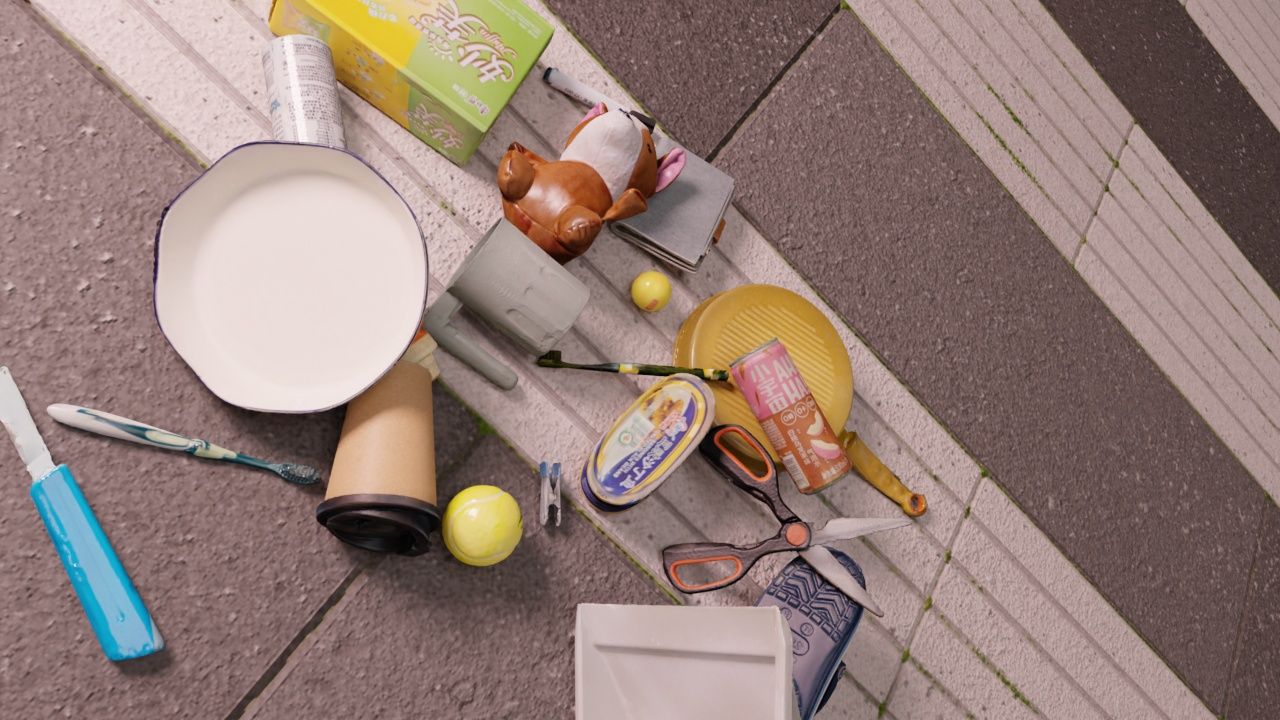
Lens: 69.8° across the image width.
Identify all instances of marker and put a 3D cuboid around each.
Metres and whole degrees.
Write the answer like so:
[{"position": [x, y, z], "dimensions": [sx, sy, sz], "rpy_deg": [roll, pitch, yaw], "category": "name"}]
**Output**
[{"position": [-0.041, -0.271, 0.960], "dimensions": [0.130, 0.023, 0.018], "rpy_deg": [23, 53, -24], "category": "marker"}]

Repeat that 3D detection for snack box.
[{"position": [-0.204, -0.307, 0.845], "dimensions": [0.210, 0.070, 0.157], "rpy_deg": [35, 59, -17], "category": "snack box"}]

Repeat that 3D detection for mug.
[{"position": [-0.120, -0.048, 0.814], "dimensions": [0.103, 0.084, 0.124], "rpy_deg": [38, 86, -17], "category": "mug"}]

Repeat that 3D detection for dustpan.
[{"position": [0.023, 0.334, 0.686], "dimensions": [0.142, 0.223, 0.258], "rpy_deg": [-27, 100, -46], "category": "dustpan"}]

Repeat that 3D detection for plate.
[{"position": [-0.258, -0.062, 0.693], "dimensions": [0.205, 0.045, 0.205], "rpy_deg": [0, 90, 2], "category": "plate"}]

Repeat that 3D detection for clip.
[{"position": [-0.079, 0.117, 0.809], "dimensions": [0.036, 0.026, 0.058], "rpy_deg": [5, 77, -22], "category": "clip"}]

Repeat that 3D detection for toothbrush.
[{"position": [-0.332, 0.063, 0.679], "dimensions": [0.191, 0.018, 0.016], "rpy_deg": [20, 65, -24], "category": "toothbrush"}, {"position": [-0.005, 0.005, 0.868], "dimensions": [0.185, 0.012, 0.017], "rpy_deg": [5, 63, -13], "category": "toothbrush"}]

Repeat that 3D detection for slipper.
[{"position": [0.122, 0.287, 0.837], "dimensions": [0.252, 0.105, 0.095], "rpy_deg": [-57, 150, -16], "category": "slipper"}]

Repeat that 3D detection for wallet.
[{"position": [0.040, -0.160, 0.964], "dimensions": [0.106, 0.037, 0.129], "rpy_deg": [30, 60, -7], "category": "wallet"}]

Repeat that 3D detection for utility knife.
[{"position": [-0.392, 0.105, 0.628], "dimensions": [0.034, 0.018, 0.223], "rpy_deg": [-27, 90, -33], "category": "utility knife"}]

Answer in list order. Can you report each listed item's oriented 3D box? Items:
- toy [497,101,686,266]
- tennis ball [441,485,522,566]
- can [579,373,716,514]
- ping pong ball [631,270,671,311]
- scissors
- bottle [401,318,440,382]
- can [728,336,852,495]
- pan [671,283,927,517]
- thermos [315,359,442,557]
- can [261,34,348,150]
[{"position": [-0.048, -0.181, 0.874], "dimensions": [0.140, 0.131, 0.199], "rpy_deg": [41, 48, 7], "category": "toy"}, {"position": [-0.129, 0.134, 0.748], "dimensions": [0.065, 0.066, 0.065], "rpy_deg": [10, 69, -28], "category": "tennis ball"}, {"position": [0.007, 0.075, 0.837], "dimensions": [0.074, 0.049, 0.148], "rpy_deg": [44, 70, 3], "category": "can"}, {"position": [0.011, -0.069, 0.913], "dimensions": [0.040, 0.040, 0.040], "rpy_deg": [10, 69, -28], "category": "ping pong ball"}, {"position": [0.121, 0.155, 0.840], "dimensions": [0.232, 0.021, 0.220], "rpy_deg": [-29, 70, 5], "category": "scissors"}, {"position": [-0.216, -0.043, 0.760], "dimensions": [0.066, 0.067, 0.149], "rpy_deg": [-43, 105, -34], "category": "bottle"}, {"position": [0.143, 0.053, 0.879], "dimensions": [0.057, 0.058, 0.147], "rpy_deg": [-28, 87, -34], "category": "can"}, {"position": [0.187, 0.064, 0.973], "dimensions": [0.357, 0.078, 0.197], "rpy_deg": [34, 65, -11], "category": "pan"}, {"position": [-0.198, 0.075, 0.717], "dimensions": [0.093, 0.093, 0.143], "rpy_deg": [14, 59, -27], "category": "thermos"}, {"position": [-0.279, -0.195, 0.771], "dimensions": [0.058, 0.058, 0.146], "rpy_deg": [-6, 78, -32], "category": "can"}]
